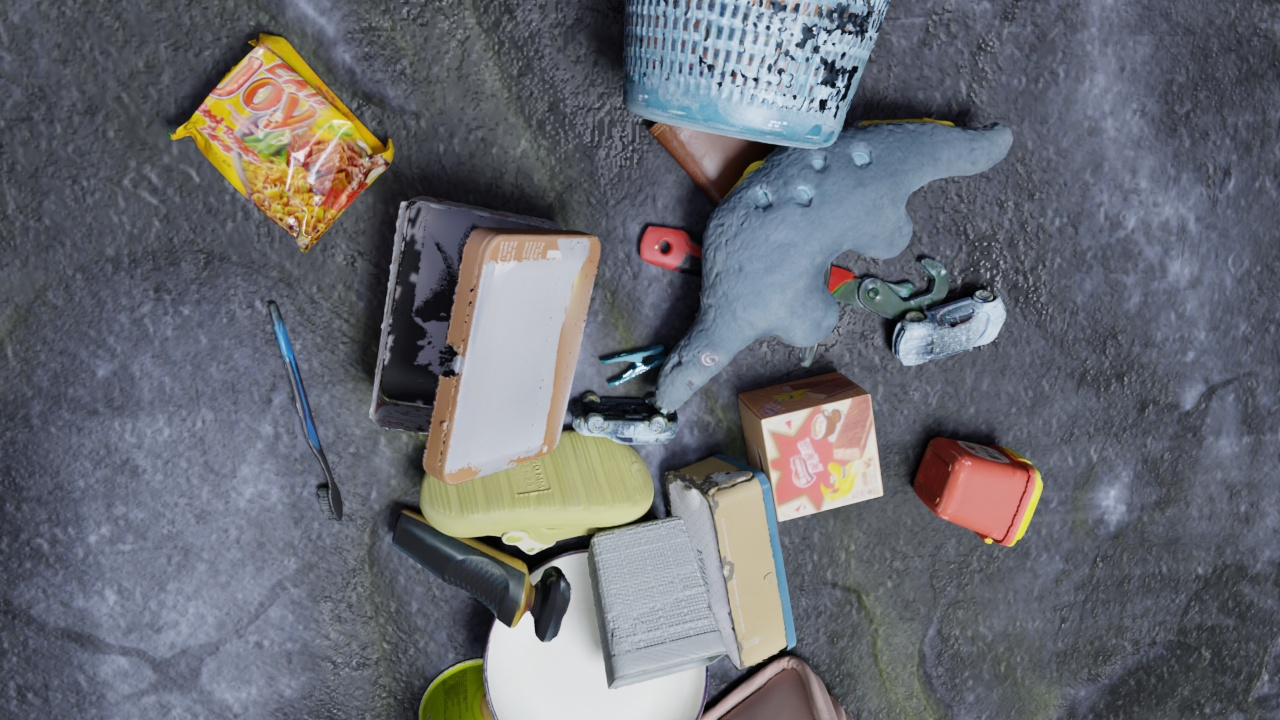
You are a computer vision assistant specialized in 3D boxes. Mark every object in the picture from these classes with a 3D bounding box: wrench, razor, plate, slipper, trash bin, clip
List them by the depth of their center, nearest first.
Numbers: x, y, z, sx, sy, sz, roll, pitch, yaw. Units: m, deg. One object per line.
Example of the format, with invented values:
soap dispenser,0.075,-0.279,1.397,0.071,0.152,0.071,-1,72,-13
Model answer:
trash bin,0.075,-0.249,0.606,0.226,0.226,0.195,7,108,-11
razor,-0.132,0.169,0.754,0.167,0.067,0.062,25,120,12
slipper,-0.087,0.113,0.761,0.190,0.091,0.082,-3,142,-16
wrench,0.132,-0.075,0.773,0.273,0.016,0.056,7,99,-11
clip,-0.004,0.003,0.773,0.056,0.014,0.040,-17,107,-3
plate,-0.038,0.259,0.779,0.192,0.039,0.192,6,65,-12

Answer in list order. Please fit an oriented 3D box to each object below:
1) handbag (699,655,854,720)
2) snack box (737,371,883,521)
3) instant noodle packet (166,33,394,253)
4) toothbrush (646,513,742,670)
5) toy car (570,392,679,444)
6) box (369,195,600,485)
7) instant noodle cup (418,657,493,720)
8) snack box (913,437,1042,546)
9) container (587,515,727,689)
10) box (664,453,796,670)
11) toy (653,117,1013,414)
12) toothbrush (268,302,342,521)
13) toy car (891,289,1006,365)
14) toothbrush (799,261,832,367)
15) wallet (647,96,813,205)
handbag,0.111,0.379,0.769,0.193,0.234,0.093,-41,104,2
snack box,0.143,0.071,0.780,0.094,0.077,0.093,-13,106,-6
instant noodle packet,-0.262,-0.161,0.677,0.128,0.044,0.111,44,90,-16
toothbrush,0.052,0.215,0.834,0.014,0.016,0.189,-30,108,-1
toy car,-0.013,0.050,0.769,0.090,0.043,0.034,3,120,-11
box,-0.114,-0.014,0.666,0.152,0.178,0.182,9,102,-10
instant noodle cup,-0.135,0.335,0.777,0.111,0.123,0.112,-2,104,-9
snack box,0.293,0.112,0.809,0.080,0.091,0.082,16,100,-6
container,0.007,0.195,0.742,0.090,0.090,0.114,-10,67,-11
box,0.077,0.176,0.785,0.061,0.090,0.184,-20,110,-23
toy,0.127,-0.097,0.714,0.356,0.091,0.138,-41,121,5
toothbrush,-0.272,0.045,0.741,0.016,0.014,0.189,-7,105,17
toy car,0.268,-0.026,0.792,0.105,0.031,0.049,-18,132,-5
toothbrush,0.156,-0.083,0.760,0.015,0.018,0.181,12,93,-14
wallet,0.081,-0.191,0.730,0.124,0.032,0.101,-45,108,5
